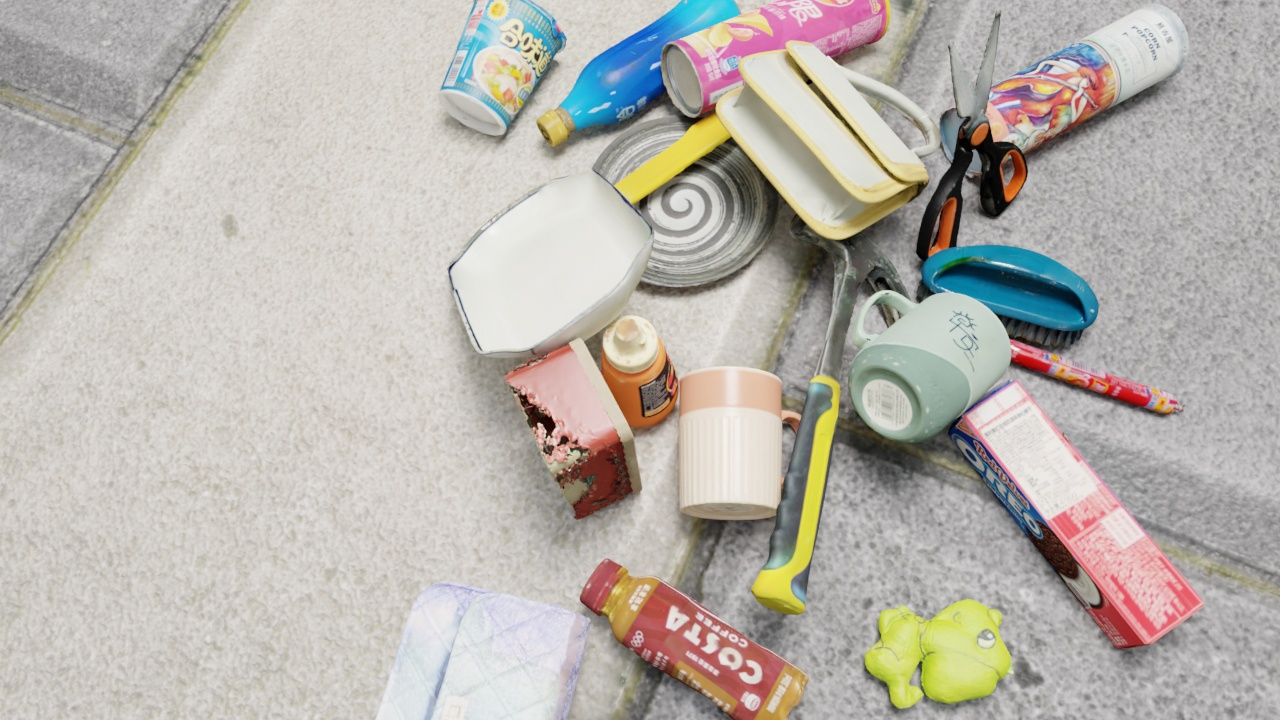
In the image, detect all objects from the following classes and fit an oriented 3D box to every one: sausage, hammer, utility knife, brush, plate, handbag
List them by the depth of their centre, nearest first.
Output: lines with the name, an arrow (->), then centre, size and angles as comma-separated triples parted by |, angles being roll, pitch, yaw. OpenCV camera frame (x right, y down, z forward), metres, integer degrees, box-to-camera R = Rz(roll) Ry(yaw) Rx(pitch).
handbag -> -0.122, 0.266, 0.666 | 0.134, 0.076, 0.193 | 11, 71, 8
hammer -> 0.143, 0.036, 0.711 | 0.126, 0.032, 0.322 | 28, 62, -20
plate -> -0.073, -0.077, 0.747 | 0.162, 0.034, 0.265 | -35, 32, -1
sausage -> 0.368, 0.014, 0.756 | 0.156, 0.020, 0.020 | 21, 72, 11
brush -> 0.306, -0.061, 0.760 | 0.144, 0.074, 0.055 | 16, 55, 11
handbag -> 0.174, -0.199, 0.762 | 0.178, 0.063, 0.163 | -29, 74, -32
utility knife -> 0.030, -0.183, 0.833 | 0.167, 0.015, 0.033 | -36, 63, -10
plate -> 0.036, -0.144, 0.839 | 0.179, 0.024, 0.179 | -1, 68, 2

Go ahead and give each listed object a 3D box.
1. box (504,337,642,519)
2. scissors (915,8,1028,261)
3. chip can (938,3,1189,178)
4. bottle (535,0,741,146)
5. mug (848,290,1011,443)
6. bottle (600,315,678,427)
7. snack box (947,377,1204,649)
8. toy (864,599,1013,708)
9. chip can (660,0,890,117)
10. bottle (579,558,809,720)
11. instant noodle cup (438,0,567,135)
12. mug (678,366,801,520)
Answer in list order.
box -> -0.052, 0.062, 0.688 | 0.076, 0.168, 0.091 | -26, 69, -7
scissors -> 0.274, -0.178, 0.743 | 0.197, 0.227, 0.021 | -16, 45, -33
chip can -> 0.378, -0.242, 0.826 | 0.214, 0.071, 0.071 | -28, 70, -6
bottle -> -0.003, -0.275, 0.869 | 0.218, 0.065, 0.065 | -36, 71, -10
mug -> 0.206, -0.003, 0.696 | 0.106, 0.082, 0.111 | -32, 73, -33
bottle -> -0.004, 0.004, 0.717 | 0.067, 0.150, 0.066 | -1, 69, 3
snack box -> 0.325, 0.114, 0.701 | 0.058, 0.057, 0.207 | -32, 70, -6
toy -> 0.223, 0.219, 0.682 | 0.100, 0.031, 0.096 | 21, 72, 16
chip can -> 0.125, -0.295, 0.847 | 0.210, 0.071, 0.071 | -26, 69, -16
bottle -> 0.036, 0.210, 0.685 | 0.175, 0.057, 0.057 | 30, 74, 15
instant noodle cup -> -0.137, -0.279, 0.870 | 0.099, 0.099, 0.109 | 23, 79, 12
mug -> 0.084, 0.070, 0.730 | 0.114, 0.082, 0.105 | 11, 69, -23
